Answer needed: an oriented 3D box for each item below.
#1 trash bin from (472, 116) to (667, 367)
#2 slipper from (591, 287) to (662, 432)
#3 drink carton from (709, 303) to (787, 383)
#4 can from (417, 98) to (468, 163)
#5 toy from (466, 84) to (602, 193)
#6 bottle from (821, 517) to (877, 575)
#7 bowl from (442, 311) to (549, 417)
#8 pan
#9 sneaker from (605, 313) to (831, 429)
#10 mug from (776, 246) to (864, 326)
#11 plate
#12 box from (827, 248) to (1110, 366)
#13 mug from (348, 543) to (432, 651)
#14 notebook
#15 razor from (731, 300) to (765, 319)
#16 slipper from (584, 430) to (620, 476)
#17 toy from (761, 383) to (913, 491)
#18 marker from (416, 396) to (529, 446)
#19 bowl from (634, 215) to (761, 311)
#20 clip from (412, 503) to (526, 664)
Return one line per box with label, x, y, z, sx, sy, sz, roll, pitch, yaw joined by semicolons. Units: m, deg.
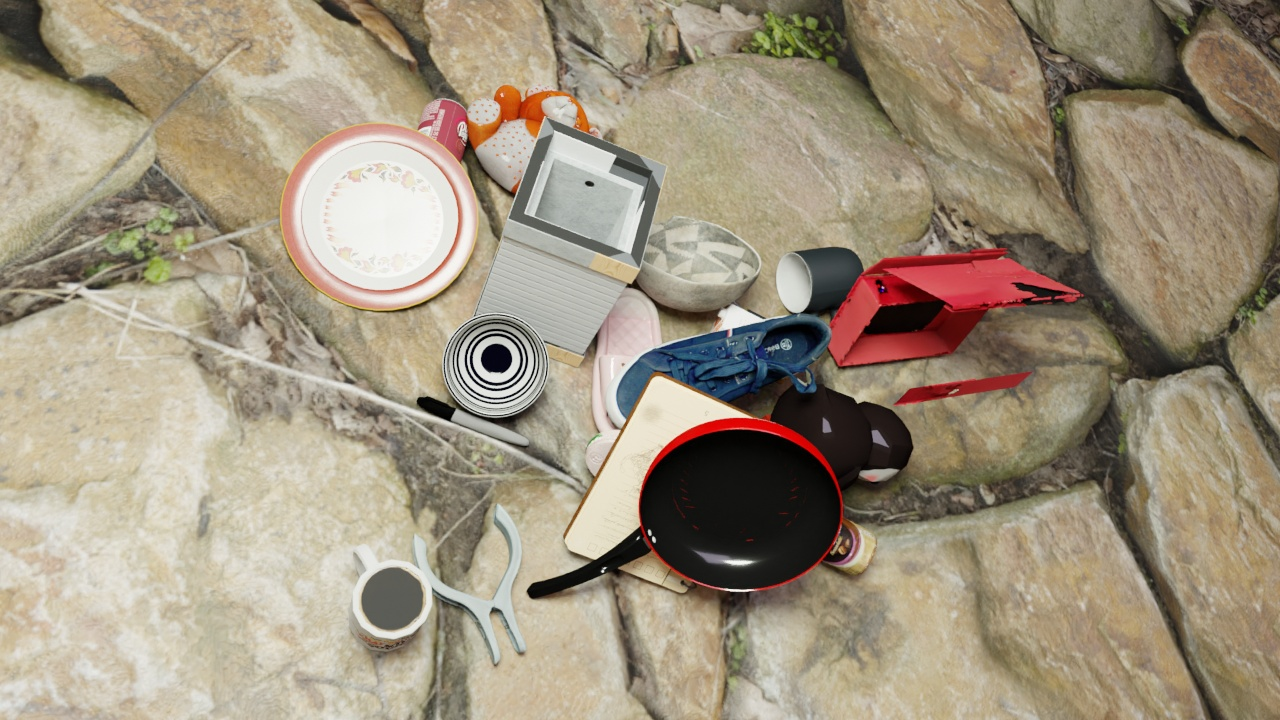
trash bin;-0.090;-0.125;1.060;0.142;0.248;0.142;20;60;-10
slipper;-0.007;0.007;1.141;0.106;0.056;0.221;6;63;-20
drink carton;0.149;-0.023;1.209;0.122;0.059;0.040;26;60;-7
can;-0.258;-0.276;1.178;0.063;0.063;0.114;15;62;-13
toy;-0.133;-0.298;1.218;0.164;0.093;0.172;46;57;-3
bottle;0.204;0.202;1.123;0.166;0.060;0.059;27;59;-1
bowl;-0.168;0.002;1.070;0.120;0.066;0.120;-1;98;-8
pan;0.038;0.179;0.979;0.209;0.357;0.067;61;18;-23
sneaker;0.103;0.011;1.082;0.294;0.127;0.120;-20;85;-19
mug;0.253;-0.096;1.276;0.094;0.085;0.121;-10;98;-24
plate;-0.311;-0.172;1.106;0.229;0.021;0.229;1;84;-10
box;0.399;-0.091;1.184;0.210;0.319;0.121;-5;76;-24
mug;-0.259;0.234;0.920;0.073;0.090;0.105;-26;77;-28
notebook;0.037;0.142;1.015;0.167;0.226;0.024;25;15;-14
razor;0.169;-0.055;1.256;0.144;0.022;0.042;32;19;-8
slipper;0.053;0.130;1.077;0.239;0.094;0.064;26;43;-12
toy;0.263;0.091;1.148;0.184;0.140;0.159;8;37;-25
marker;-0.193;0.070;1.062;0.138;0.022;0.016;22;55;-8
bowl;0.062;-0.113;1.197;0.178;0.081;0.178;8;34;-5
clip;-0.150;0.226;1.000;0.158;0.030;0.174;-36;82;-29
